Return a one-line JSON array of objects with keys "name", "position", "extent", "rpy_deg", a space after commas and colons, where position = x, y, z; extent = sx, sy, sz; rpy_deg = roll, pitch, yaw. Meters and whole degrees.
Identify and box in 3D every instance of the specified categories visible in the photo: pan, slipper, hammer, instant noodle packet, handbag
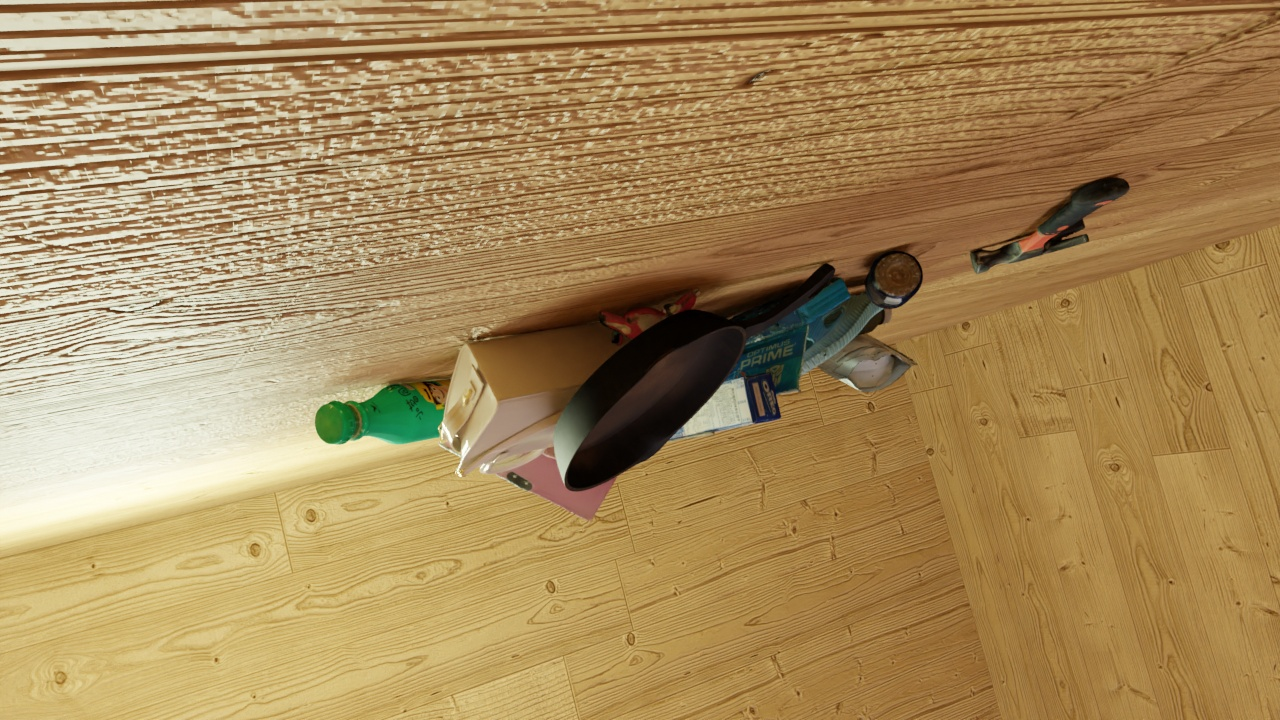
[{"name": "pan", "position": [0.054, -0.002, 0.909], "extent": [0.355, 0.043, 0.249], "rpy_deg": [-36, 161, -17]}, {"name": "slipper", "position": [0.238, -0.051, 1.164], "extent": [0.275, 0.069, 0.116], "rpy_deg": [-35, -177, -34]}, {"name": "hammer", "position": [0.465, -0.151, 1.024], "extent": [0.133, 0.033, 0.333], "rpy_deg": [-14, 175, 9]}, {"name": "instant noodle packet", "position": [0.292, -0.020, 1.410], "extent": [0.146, 0.057, 0.269], "rpy_deg": [-9, -161, -16]}, {"name": "handbag", "position": [-0.115, 0.058, 0.956], "extent": [0.194, 0.101, 0.198], "rpy_deg": [-11, 147, -37]}]

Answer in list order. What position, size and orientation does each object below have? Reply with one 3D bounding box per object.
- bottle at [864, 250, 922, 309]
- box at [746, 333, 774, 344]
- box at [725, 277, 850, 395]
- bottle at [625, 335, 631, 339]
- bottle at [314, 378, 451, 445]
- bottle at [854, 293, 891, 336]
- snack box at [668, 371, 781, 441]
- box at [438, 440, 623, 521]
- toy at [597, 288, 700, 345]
[{"name": "bottle", "position": [0.284, -0.087, 1.044], "extent": [0.056, 0.056, 0.160], "rpy_deg": [-15, 175, 9]}, {"name": "box", "position": [0.124, -0.014, 1.319], "extent": [0.217, 0.095, 0.107], "rpy_deg": [-21, -163, 48]}, {"name": "box", "position": [0.122, -0.018, 1.120], "extent": [0.244, 0.063, 0.173], "rpy_deg": [-20, -151, 51]}, {"name": "bottle", "position": [-0.052, -0.009, 1.019], "extent": [0.110, 0.042, 0.042], "rpy_deg": [-18, 174, 26]}, {"name": "bottle", "position": [-0.266, 0.060, 1.022], "extent": [0.068, 0.068, 0.209], "rpy_deg": [-17, 175, 30]}, {"name": "bottle", "position": [0.311, -0.065, 1.350], "extent": [0.108, 0.060, 0.060], "rpy_deg": [-13, 175, -12]}, {"name": "snack box", "position": [0.053, 0.062, 1.067], "extent": [0.227, 0.059, 0.059], "rpy_deg": [-16, 172, 43]}, {"name": "box", "position": [-0.142, 0.116, 1.161], "extent": [0.233, 0.098, 0.099], "rpy_deg": [24, -175, 14]}, {"name": "toy", "position": [0.014, -0.037, 0.893], "extent": [0.102, 0.050, 0.065], "rpy_deg": [-20, 170, 8]}]
